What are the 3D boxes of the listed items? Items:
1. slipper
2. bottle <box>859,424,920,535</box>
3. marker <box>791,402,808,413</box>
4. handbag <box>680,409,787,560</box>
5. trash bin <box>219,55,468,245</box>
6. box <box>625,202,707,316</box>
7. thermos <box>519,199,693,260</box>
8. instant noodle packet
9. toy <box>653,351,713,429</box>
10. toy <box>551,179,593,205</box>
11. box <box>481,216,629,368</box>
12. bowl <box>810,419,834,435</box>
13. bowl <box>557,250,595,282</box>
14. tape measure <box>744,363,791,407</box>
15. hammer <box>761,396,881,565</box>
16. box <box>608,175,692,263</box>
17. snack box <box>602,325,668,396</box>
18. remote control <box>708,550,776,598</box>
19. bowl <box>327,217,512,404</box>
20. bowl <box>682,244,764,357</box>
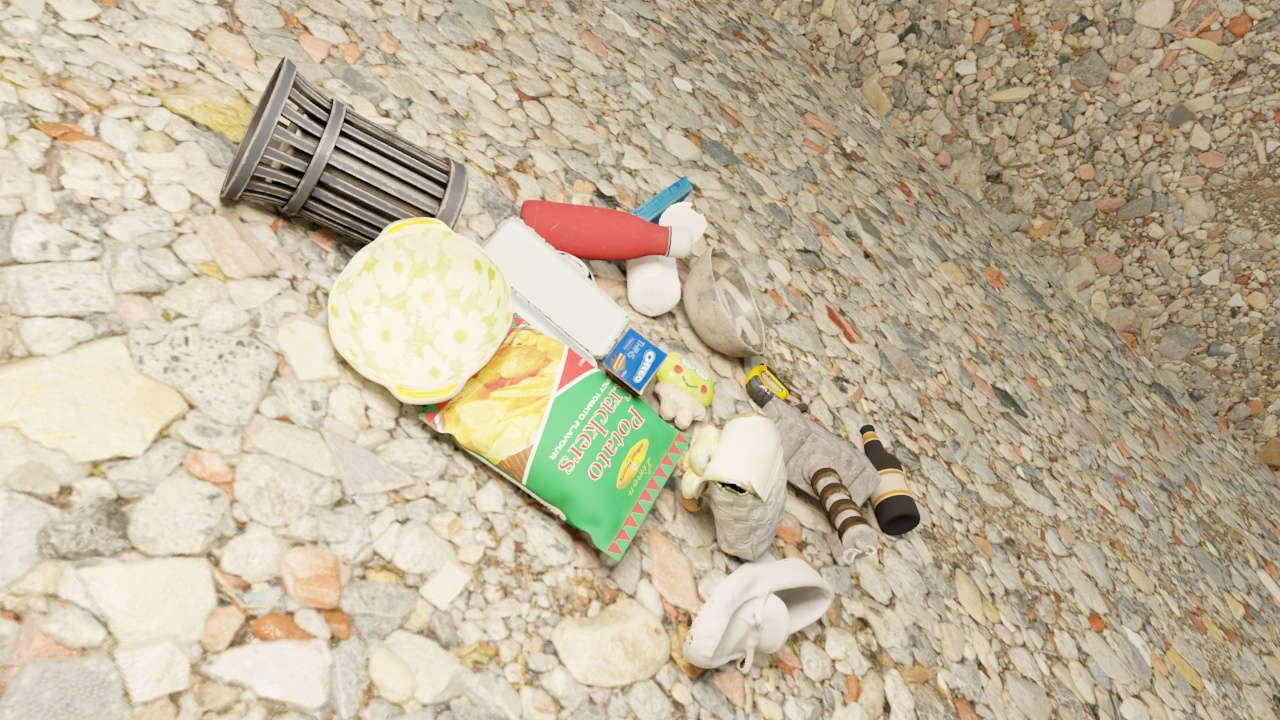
[{"bbox_3d":[0.131,0.278,0.996,0.075,0.112,0.246,14,11,38],"label":"slipper"},{"bbox_3d":[0.363,0.170,1.372,0.059,0.059,0.181,22,38,-27],"label":"bottle"},{"bbox_3d":[0.214,0.080,1.364,0.123,0.018,0.021,-9,91,-51],"label":"marker"},{"bbox_3d":[0.106,0.151,1.073,0.123,0.172,0.112,9,50,21],"label":"handbag"},{"bbox_3d":[-0.323,-0.207,1.031,0.227,0.165,0.164,25,37,-29],"label":"trash bin"},{"bbox_3d":[0.040,-0.145,1.325,0.080,0.151,0.106,25,35,-25],"label":"box"},{"bbox_3d":[-0.046,-0.173,1.263,0.240,0.073,0.073,5,42,-6],"label":"thermos"},{"bbox_3d":[-0.084,0.074,0.999,0.252,0.091,0.195,36,46,0],"label":"instant noodle packet"},{"bbox_3d":[0.056,0.042,1.227,0.092,0.046,0.115,35,42,-15],"label":"toy"},{"bbox_3d":[-0.088,-0.203,1.329,0.085,0.074,0.106,-119,-172,-84],"label":"toy"},{"bbox_3d":[-0.126,-0.058,1.115,0.208,0.037,0.188,39,49,-13],"label":"box"},{"bbox_3d":[0.261,0.127,1.346,0.117,0.030,0.117,26,37,-22],"label":"bowl"},{"bbox_3d":[-0.103,-0.102,1.208,0.120,0.067,0.120,26,37,-22],"label":"bowl"},{"bbox_3d":[0.185,0.041,1.360,0.065,0.037,0.064,42,33,4],"label":"tape measure"},{"bbox_3d":[0.240,0.168,1.137,0.177,0.079,0.326,33,13,-13],"label":"hammer"},{"bbox_3d":[0.006,-0.231,1.441,0.052,0.093,0.230,42,35,1],"label":"box"},{"bbox_3d":[-0.006,0.006,1.093,0.057,0.056,0.207,36,-4,1],"label":"snack box"},{"bbox_3d":[0.125,0.258,1.078,0.033,0.012,0.130,51,35,14],"label":"remote control"},{"bbox_3d":[-0.230,-0.045,0.978,0.188,0.060,0.219,-7,66,-8],"label":"bowl"},{"bbox_3d":[0.115,-0.076,1.373,0.178,0.081,0.178,46,29,-36],"label":"bowl"}]
